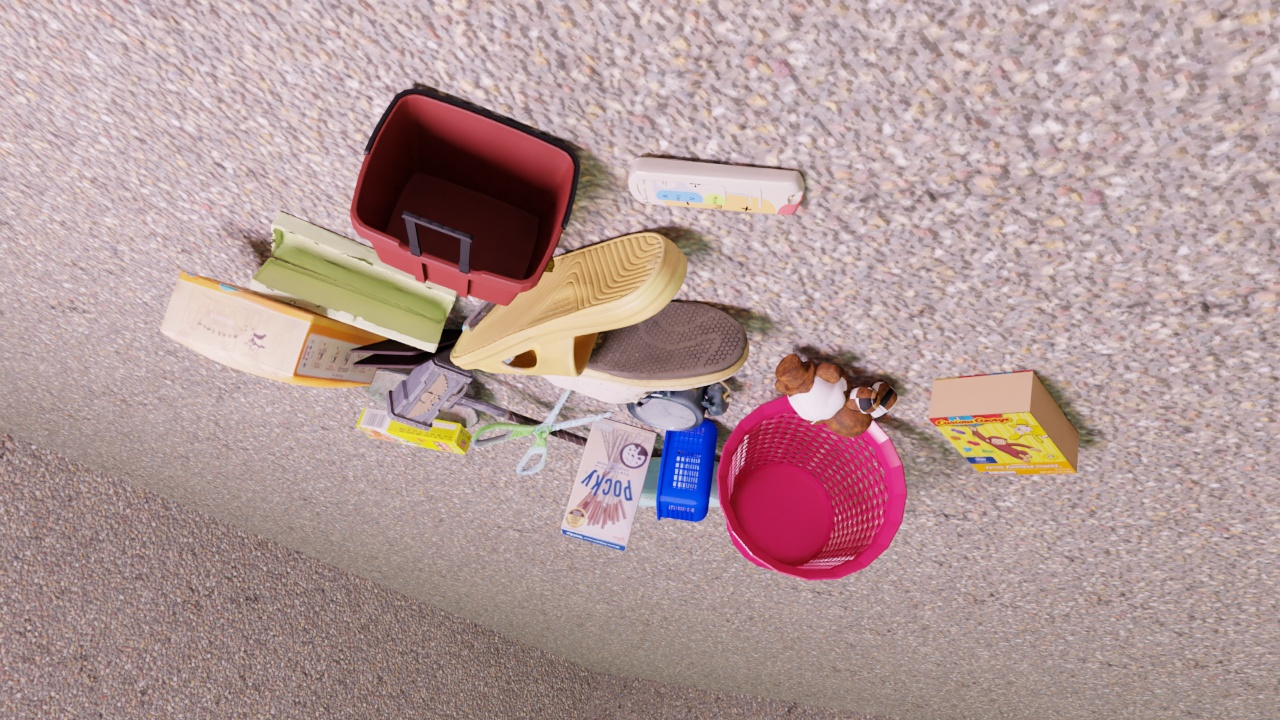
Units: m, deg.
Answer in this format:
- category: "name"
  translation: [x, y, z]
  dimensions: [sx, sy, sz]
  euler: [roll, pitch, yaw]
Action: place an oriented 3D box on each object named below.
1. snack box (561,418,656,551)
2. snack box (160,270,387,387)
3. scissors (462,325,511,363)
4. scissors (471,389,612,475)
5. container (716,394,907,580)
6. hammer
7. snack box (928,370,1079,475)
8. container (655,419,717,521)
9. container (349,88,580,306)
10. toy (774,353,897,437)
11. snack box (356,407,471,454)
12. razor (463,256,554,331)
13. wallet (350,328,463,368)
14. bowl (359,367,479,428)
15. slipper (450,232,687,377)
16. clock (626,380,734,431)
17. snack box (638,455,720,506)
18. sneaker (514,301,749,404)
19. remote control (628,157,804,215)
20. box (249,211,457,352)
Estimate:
- category: "snack box"
  translation: [-0.037, 0.148, 1.112]
  dimensions: [0.082, 0.149, 0.026]
  euler: [14, 154, 3]
- category: "snack box"
  translation: [-0.375, -0.022, 0.957]
  dimensions: [0.145, 0.080, 0.195]
  euler: [19, 178, 7]
- category: "scissors"
  translation: [-0.148, -0.017, 0.964]
  dimensions: [0.137, 0.015, 0.125]
  euler: [-26, 147, 36]
- category: "scissors"
  translation: [-0.117, 0.085, 1.103]
  dimensions: [0.171, 0.023, 0.169]
  euler: [-9, 133, -10]
- category: "container"
  translation: [0.166, 0.155, 1.001]
  dimensions: [0.183, 0.183, 0.226]
  euler: [14, 162, 4]
- category: "hammer"
  translation: [-0.142, 0.073, 1.116]
  dimensions: [0.321, 0.044, 0.099]
  euler: [24, 120, -37]
- category: "snack box"
  translation: [0.334, 0.060, 0.839]
  dimensions: [0.088, 0.040, 0.125]
  euler: [-8, 146, 41]
- category: "container"
  translation: [0.055, 0.126, 1.059]
  dimensions: [0.058, 0.114, 0.096]
  euler: [7, 154, 6]
- category: "container"
  translation: [-0.124, -0.116, 0.650]
  dimensions: [0.148, 0.127, 0.201]
  euler: [20, 165, -9]
- category: "toy"
  translation: [0.175, 0.031, 0.856]
  dimensions: [0.112, 0.067, 0.087]
  euler: [38, 148, -22]
- category: "snack box"
  translation: [-0.296, 0.092, 1.196]
  dimensions: [0.148, 0.028, 0.040]
  euler: [8, 154, 17]
- category: "razor"
  translation: [-0.122, -0.060, 0.801]
  dimensions: [0.106, 0.026, 0.042]
  euler: [-42, 157, 31]
- category: "wallet"
  translation: [-0.236, -0.016, 0.969]
  dimensions: [0.092, 0.018, 0.115]
  euler: [1, -164, 28]
- category: "bowl"
  translation: [-0.272, 0.034, 1.148]
  dimensions: [0.157, 0.038, 0.158]
  euler: [13, 155, 6]
- category: "slipper"
  translation: [-0.058, -0.039, 0.802]
  dimensions: [0.264, 0.099, 0.078]
  euler: [-15, 137, 41]
- category: "clock"
  translation: [0.039, 0.031, 0.945]
  dimensions: [0.090, 0.052, 0.130]
  euler: [32, 147, -30]
- category: "snack box"
  translation: [0.034, 0.159, 1.198]
  dimensions: [0.175, 0.053, 0.075]
  euler: [-7, 155, 41]
- category: "sneaker"
  translation: [-0.005, 0.005, 0.868]
  dimensions: [0.242, 0.088, 0.102]
  euler: [4, 147, 31]
- category: "remote control"
  translation: [0.053, -0.124, 0.655]
  dimensions: [0.126, 0.018, 0.038]
  euler: [8, 154, 13]
- category: "box"
  translation: [-0.280, -0.077, 0.915]
  dimensions: [0.188, 0.089, 0.078]
  euler: [19, 175, -12]
